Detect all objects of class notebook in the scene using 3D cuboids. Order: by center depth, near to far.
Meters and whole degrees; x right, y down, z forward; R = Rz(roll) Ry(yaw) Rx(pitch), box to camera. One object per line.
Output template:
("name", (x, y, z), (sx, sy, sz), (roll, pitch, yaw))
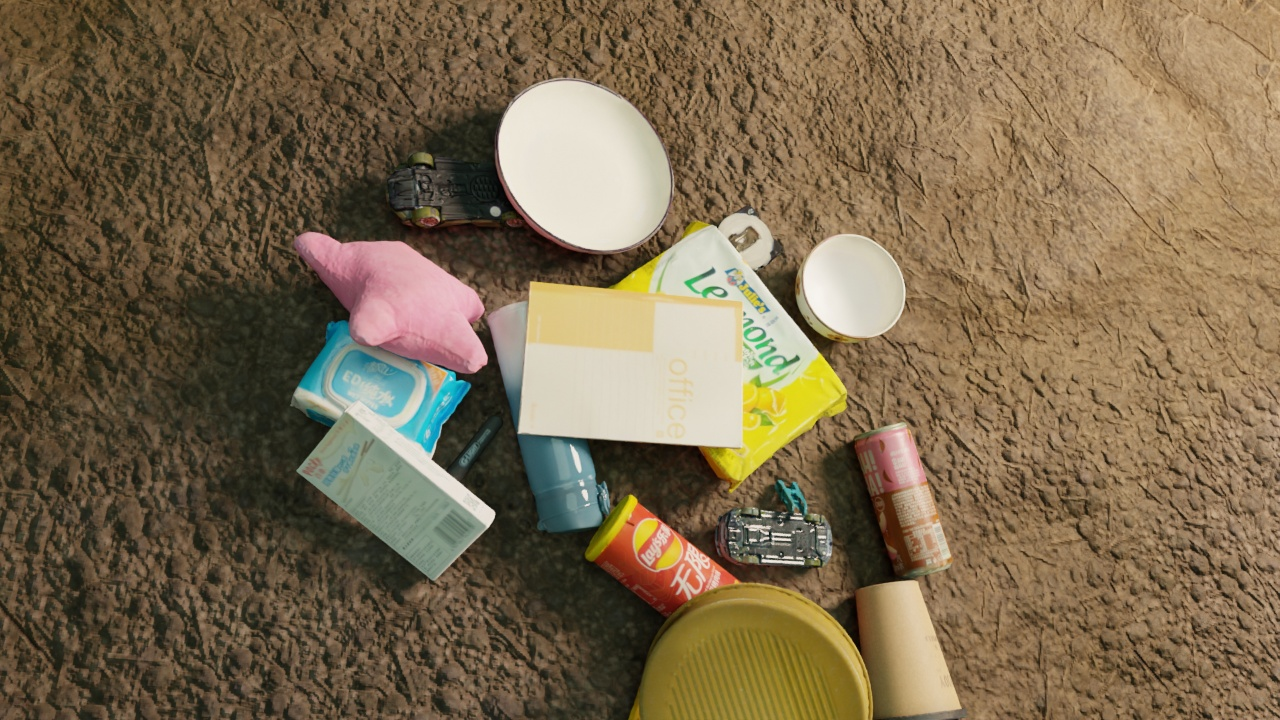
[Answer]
("notebook", (-0.005, 0.005, 0.848), (0.206, 0.010, 0.145), (5, 75, -9))

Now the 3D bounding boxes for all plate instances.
("plate", (-0.059, -0.192, 0.930), (0.192, 0.039, 0.192), (8, 70, -24))

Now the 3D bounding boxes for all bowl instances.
("bowl", (0.210, -0.069, 0.957), (0.113, 0.062, 0.113), (3, 76, -13))

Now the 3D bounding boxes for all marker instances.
("marker", (-0.169, 0.100, 0.855), (0.018, 0.015, 0.124), (37, 70, -4))

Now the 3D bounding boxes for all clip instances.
("clip", (0.149, 0.134, 0.897), (0.046, 0.057, 0.014), (10, 111, -9))

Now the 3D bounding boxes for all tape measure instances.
("tape measure", (0.106, -0.120, 0.964), (0.066, 0.034, 0.066), (-36, 83, -19))

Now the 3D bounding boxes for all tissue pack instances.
("tissue pack", (-0.237, 0.030, 0.834), (0.140, 0.063, 0.089), (27, 71, -4))

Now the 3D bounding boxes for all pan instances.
("pan", (0.121, 0.367, 0.789), (0.198, 0.078, 0.357), (-17, 87, 13))

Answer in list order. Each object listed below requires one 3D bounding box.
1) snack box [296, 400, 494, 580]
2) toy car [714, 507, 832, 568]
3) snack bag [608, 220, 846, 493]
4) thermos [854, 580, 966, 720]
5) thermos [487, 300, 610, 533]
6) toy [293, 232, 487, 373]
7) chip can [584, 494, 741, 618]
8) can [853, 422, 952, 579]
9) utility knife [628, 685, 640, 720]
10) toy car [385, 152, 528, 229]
("snack box", (-0.213, 0.115, 0.800), (0.157, 0.026, 0.085), (42, 112, -8))
("toy car", (0.130, 0.173, 0.890), (0.120, 0.037, 0.054), (7, 73, -21))
("snack bag", (0.074, -0.004, 0.907), (0.157, 0.068, 0.246), (-37, 87, -17))
("thermos", (0.247, 0.283, 0.861), (0.093, 0.093, 0.143), (-2, 68, -13))
("thermos", (-0.086, 0.054, 0.860), (0.070, 0.070, 0.220), (-14, 79, -15))
("toy", (-0.203, -0.051, 0.829), (0.178, 0.075, 0.194), (3, 36, -50))
("chip can", (0.053, 0.216, 0.842), (0.216, 0.073, 0.073), (38, 71, 0))
("can", (0.261, 0.139, 0.914), (0.058, 0.058, 0.147), (-12, 78, -15))
("utility knife", (0.007, 0.320, 0.825), (0.033, 0.015, 0.173), (21, 66, 2))
("toy car", (-0.171, -0.164, 0.910), (0.158, 0.042, 0.070), (-2, 75, -24))
